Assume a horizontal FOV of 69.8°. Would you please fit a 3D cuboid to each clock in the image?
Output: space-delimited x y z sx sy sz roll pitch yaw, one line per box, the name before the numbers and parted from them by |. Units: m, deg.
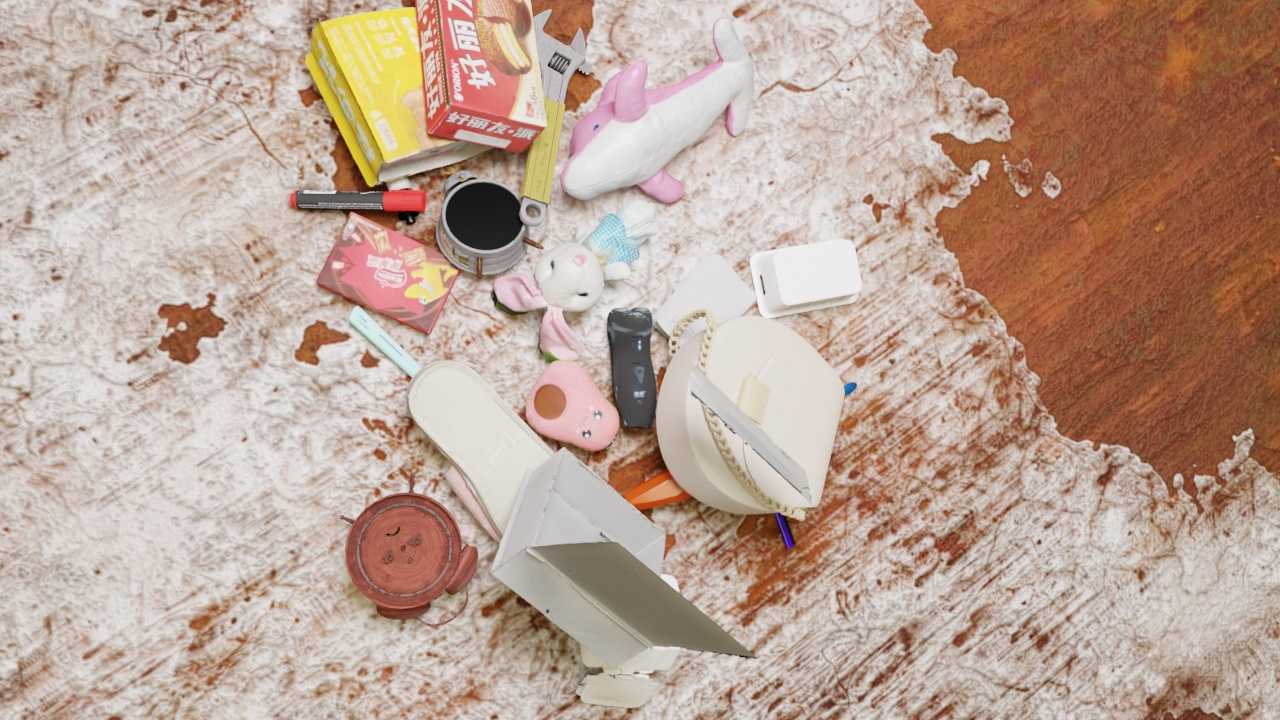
clock | -0.181 -0.161 1.019 0.103 0.056 0.148 -28 79 -19
clock | -0.242 0.211 0.976 0.120 0.072 0.157 -31 92 -11

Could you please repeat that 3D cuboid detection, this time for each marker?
marker | -0.307 -0.175 0.999 0.145 0.021 0.023 1 63 2
marker | -0.275 -0.212 1.020 0.025 0.025 0.126 -19 90 -12

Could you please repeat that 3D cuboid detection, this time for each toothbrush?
toothbrush | 0.204 0.063 1.103 0.135 0.017 0.021 -32 89 -9

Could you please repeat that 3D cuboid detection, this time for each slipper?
slipper | -0.154 0.115 1.007 0.114 0.054 0.274 -39 104 -15

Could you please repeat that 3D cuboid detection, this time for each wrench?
wrench | -0.107 -0.275 1.033 0.083 0.018 0.273 14 70 -17

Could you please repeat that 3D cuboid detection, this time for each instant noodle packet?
instant noodle packet | -0.226 -0.301 1.008 0.221 0.084 0.163 -25 88 -33

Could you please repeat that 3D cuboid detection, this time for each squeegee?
squeegee | 0.066 0.129 1.049 0.184 0.055 0.249 -20 90 -20

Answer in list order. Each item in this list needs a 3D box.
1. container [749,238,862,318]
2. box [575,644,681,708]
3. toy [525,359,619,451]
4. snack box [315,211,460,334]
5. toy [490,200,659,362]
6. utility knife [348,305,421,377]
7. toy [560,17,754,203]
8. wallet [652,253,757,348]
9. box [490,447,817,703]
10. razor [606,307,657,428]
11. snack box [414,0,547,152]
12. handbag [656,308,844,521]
container | 0.203 -0.101 1.094 0.129 0.049 0.080 -11 88 -12
box | -0.018 0.322 1.020 0.108 0.137 0.124 4 44 -10
toy | -0.072 0.055 1.029 0.110 0.051 0.090 32 86 -11
snack box | -0.276 -0.095 1.014 0.133 0.021 0.089 25 81 -9
toy | -0.054 -0.102 1.014 0.205 0.106 0.131 -42 90 -10
utility knife | -0.272 -0.010 1.014 0.129 0.015 0.022 44 48 -7
toy | 0.007 -0.281 1.048 0.265 0.187 0.128 -34 52 -10
wallet | 0.073 -0.061 1.078 0.116 0.032 0.086 -45 106 -12
box | -0.019 0.199 0.835 0.167 0.369 0.150 42 79 -18
razor | -0.006 0.006 1.035 0.053 0.064 0.140 -3 75 -12
snack box | -0.175 -0.347 0.984 0.113 0.060 0.236 4 68 -35
handbag | 0.119 0.063 1.019 0.208 0.104 0.210 27 67 -23
